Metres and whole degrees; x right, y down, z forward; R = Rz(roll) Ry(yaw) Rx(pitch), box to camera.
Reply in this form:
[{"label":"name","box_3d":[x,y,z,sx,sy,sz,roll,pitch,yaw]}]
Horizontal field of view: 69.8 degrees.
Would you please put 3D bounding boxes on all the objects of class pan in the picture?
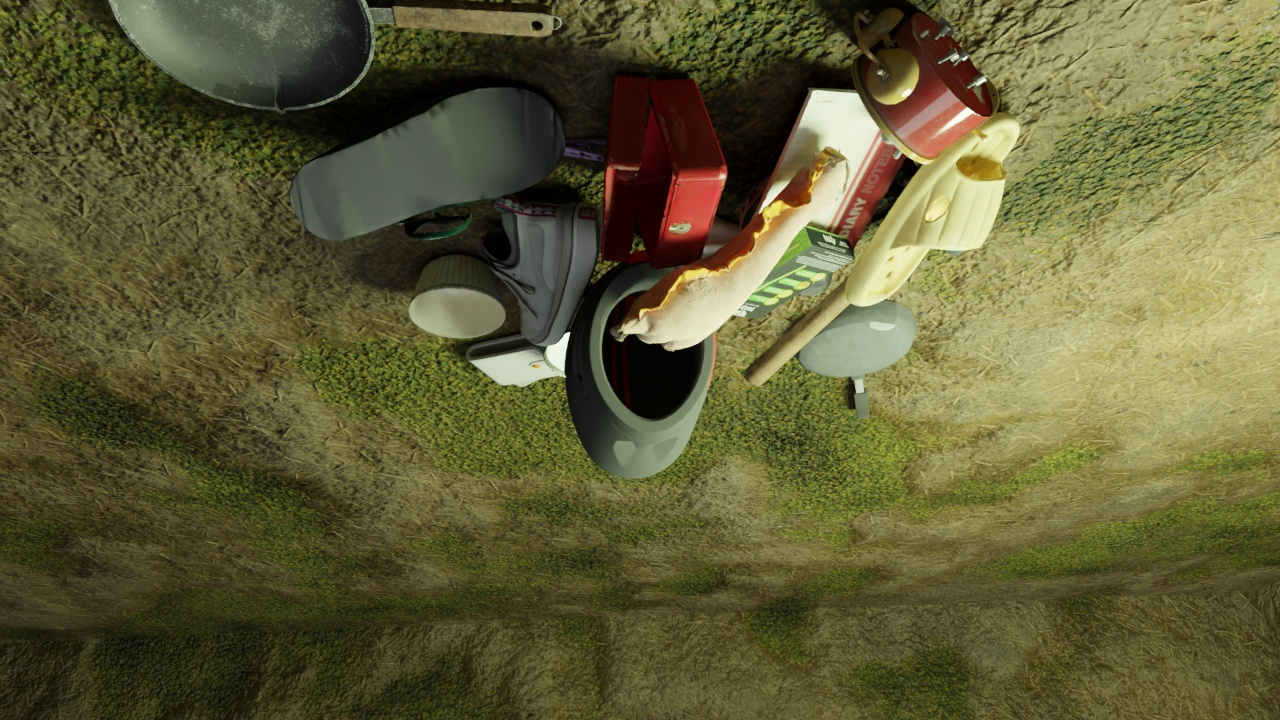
[{"label":"pan","box_3d":[0.326,0.017,1.378,0.179,0.041,0.357,-10,151,12]},{"label":"pan","box_3d":[-0.245,-0.290,0.759,0.357,0.040,0.208,-1,152,-5]}]

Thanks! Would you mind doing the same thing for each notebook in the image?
[{"label":"notebook","box_3d":[0.200,-0.188,0.946,0.153,0.012,0.209,-4,142,-22]}]

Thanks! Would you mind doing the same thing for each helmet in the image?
[{"label":"helmet","box_3d":[-0.006,0.006,1.058,0.164,0.265,0.170,-3,-174,-13]}]

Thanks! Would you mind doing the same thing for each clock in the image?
[{"label":"clock","box_3d":[0.244,-0.252,0.801,0.158,0.117,0.081,25,138,-31]}]

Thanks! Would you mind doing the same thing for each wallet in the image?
[{"label":"wallet","box_3d":[-0.169,0.005,1.313,0.119,0.037,0.115,-11,151,21]}]

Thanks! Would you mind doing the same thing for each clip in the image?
[{"label":"clip","box_3d":[-0.055,-0.219,0.935,0.052,0.042,0.014,28,158,19]}]

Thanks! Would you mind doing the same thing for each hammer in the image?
[{"label":"hammer","box_3d":[0.241,-0.075,1.115,0.129,0.040,0.323,22,125,-36]}]

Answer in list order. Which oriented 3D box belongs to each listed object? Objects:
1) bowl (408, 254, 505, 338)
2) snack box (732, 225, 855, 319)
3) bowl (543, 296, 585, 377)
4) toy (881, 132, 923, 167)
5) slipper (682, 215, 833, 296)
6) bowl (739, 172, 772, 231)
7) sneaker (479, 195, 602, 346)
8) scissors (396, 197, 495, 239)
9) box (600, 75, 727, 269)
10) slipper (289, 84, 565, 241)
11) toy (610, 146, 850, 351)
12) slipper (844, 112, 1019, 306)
[{"label":"bowl","box_3d":[-0.222,-0.082,1.118,0.115,0.062,0.115,-2,152,-1]},{"label":"snack box","box_3d":[0.155,-0.095,1.024,0.080,0.025,0.148,7,150,-42]},{"label":"bowl","box_3d":[-0.052,-0.036,1.210,0.153,0.072,0.154,-2,152,-1]},{"label":"toy","box_3d":[0.275,-0.218,0.910,0.111,0.030,0.049,5,131,-48]},{"label":"slipper","box_3d":[0.125,-0.118,1.091,0.246,0.074,0.112,10,165,-26]},{"label":"bowl","box_3d":[0.155,-0.170,0.999,0.114,0.045,0.114,-14,144,-10]},{"label":"sneaker","box_3d":[-0.129,-0.103,1.073,0.128,0.096,0.264,16,149,-9]},{"label":"scissors","box_3d":[-0.216,-0.167,0.977,0.210,0.141,0.015,9,134,44]},{"label":"box","box_3d":[0.018,-0.180,0.895,0.112,0.134,0.158,1,152,-4]},{"label":"slipper","box_3d":[-0.207,-0.202,0.895,0.265,0.083,0.109,-21,123,-4]},{"label":"toy","box_3d":[0.096,-0.104,0.888,0.265,0.065,0.195,-46,164,19]},{"label":"slipper","box_3d":[0.311,-0.137,0.967,0.111,0.079,0.262,-9,145,-37]}]
